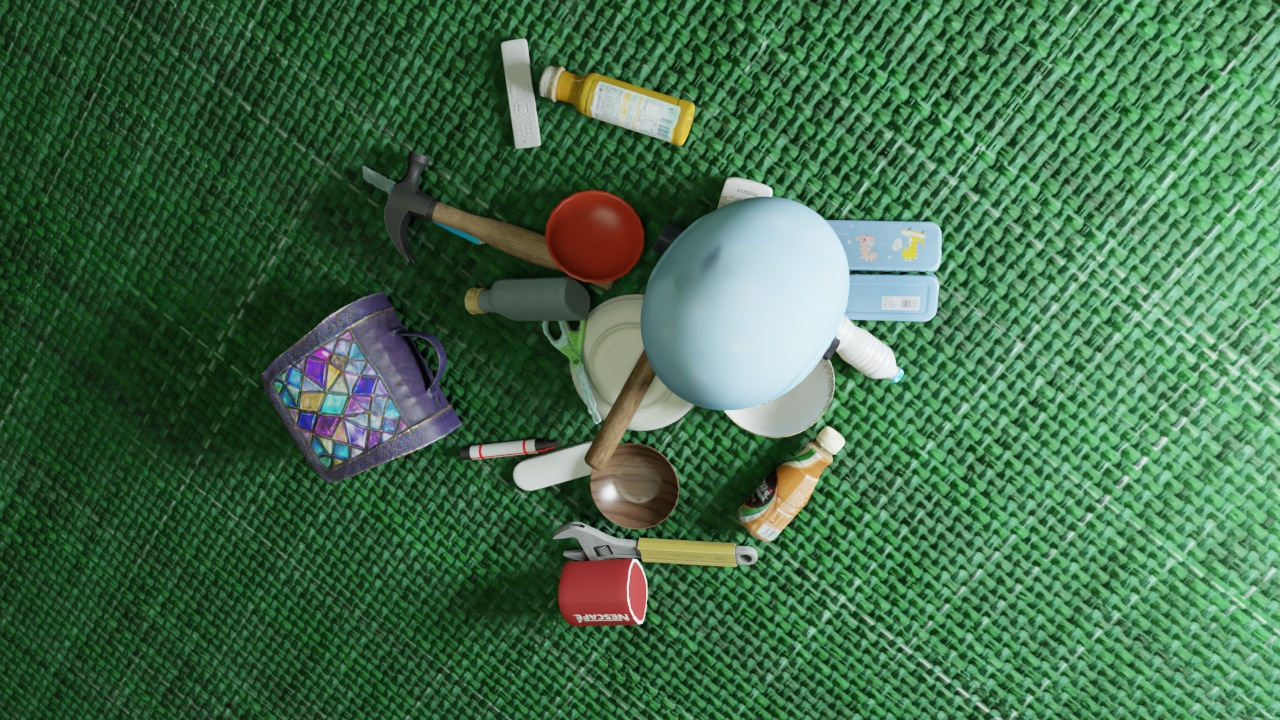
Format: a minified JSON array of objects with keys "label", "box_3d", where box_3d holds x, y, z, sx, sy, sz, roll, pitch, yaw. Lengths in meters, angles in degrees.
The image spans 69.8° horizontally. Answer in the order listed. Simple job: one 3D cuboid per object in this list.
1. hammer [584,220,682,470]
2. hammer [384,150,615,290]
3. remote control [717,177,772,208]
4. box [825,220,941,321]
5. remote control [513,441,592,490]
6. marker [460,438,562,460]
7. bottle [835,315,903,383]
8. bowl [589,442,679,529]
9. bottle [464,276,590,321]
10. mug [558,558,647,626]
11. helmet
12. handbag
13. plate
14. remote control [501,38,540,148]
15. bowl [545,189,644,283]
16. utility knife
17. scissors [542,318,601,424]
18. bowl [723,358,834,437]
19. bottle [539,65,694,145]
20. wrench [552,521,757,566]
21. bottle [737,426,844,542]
[{"label":"hammer","box_3d":[0.015,-0.001,1.140,0.129,0.040,0.322,28,103,-1]},{"label":"hammer","box_3d":[-0.177,-0.154,1.175,0.305,0.040,0.132,20,93,3]},{"label":"remote control","box_3d":[0.117,-0.153,1.128,0.060,0.025,0.138,16,105,8]},{"label":"box","box_3d":[0.252,-0.108,1.104,0.209,0.039,0.126,2,104,10]},{"label":"remote control","box_3d":[-0.110,0.144,1.246,0.137,0.013,0.043,-17,98,15]},{"label":"marker","box_3d":[-0.175,0.120,1.251,0.146,0.019,0.019,-7,100,13]},{"label":"bottle","box_3d":[0.261,-0.017,1.110,0.136,0.044,0.044,34,107,-12]},{"label":"bowl","box_3d":[-0.005,0.163,1.219,0.119,0.032,0.119,2,103,11]},{"label":"bottle","box_3d":[-0.150,-0.077,1.172,0.161,0.072,0.046,1,73,26]},{"label":"mug","box_3d":[-0.044,0.322,1.239,0.097,0.080,0.116,-6,136,17]},{"label":"helmet","box_3d":[0.122,-0.067,1.021,0.225,0.167,0.265,38,89,3]},{"label":"handbag","box_3d":[-0.354,0.035,1.215,0.222,0.125,0.205,-29,95,15]},{"label":"plate","box_3d":[-0.007,0.007,1.184,0.182,0.034,0.182,2,102,11]},{"label":"remote control","box_3d":[-0.149,-0.333,1.150,0.033,0.012,0.131,-4,101,15]},{"label":"bowl","box_3d":[-0.057,-0.149,1.142,0.122,0.035,0.122,2,75,-6]},{"label":"utility knife","box_3d":[-0.281,-0.203,1.204,0.198,0.015,0.031,29,102,1]},{"label":"scissors","box_3d":[-0.081,0.003,1.171,0.065,0.033,0.174,-26,73,18]},{"label":"bowl","box_3d":[0.166,0.038,1.125,0.145,0.063,0.145,-6,62,10]},{"label":"bottle","box_3d":[-0.030,-0.312,1.109,0.186,0.053,0.053,19,105,7]},{"label":"wrench","box_3d":[0.019,0.252,1.230,0.273,0.018,0.084,1,130,10]},{"label":"bottle","box_3d":[0.194,0.154,1.162,0.059,0.059,0.167,39,107,1]}]
